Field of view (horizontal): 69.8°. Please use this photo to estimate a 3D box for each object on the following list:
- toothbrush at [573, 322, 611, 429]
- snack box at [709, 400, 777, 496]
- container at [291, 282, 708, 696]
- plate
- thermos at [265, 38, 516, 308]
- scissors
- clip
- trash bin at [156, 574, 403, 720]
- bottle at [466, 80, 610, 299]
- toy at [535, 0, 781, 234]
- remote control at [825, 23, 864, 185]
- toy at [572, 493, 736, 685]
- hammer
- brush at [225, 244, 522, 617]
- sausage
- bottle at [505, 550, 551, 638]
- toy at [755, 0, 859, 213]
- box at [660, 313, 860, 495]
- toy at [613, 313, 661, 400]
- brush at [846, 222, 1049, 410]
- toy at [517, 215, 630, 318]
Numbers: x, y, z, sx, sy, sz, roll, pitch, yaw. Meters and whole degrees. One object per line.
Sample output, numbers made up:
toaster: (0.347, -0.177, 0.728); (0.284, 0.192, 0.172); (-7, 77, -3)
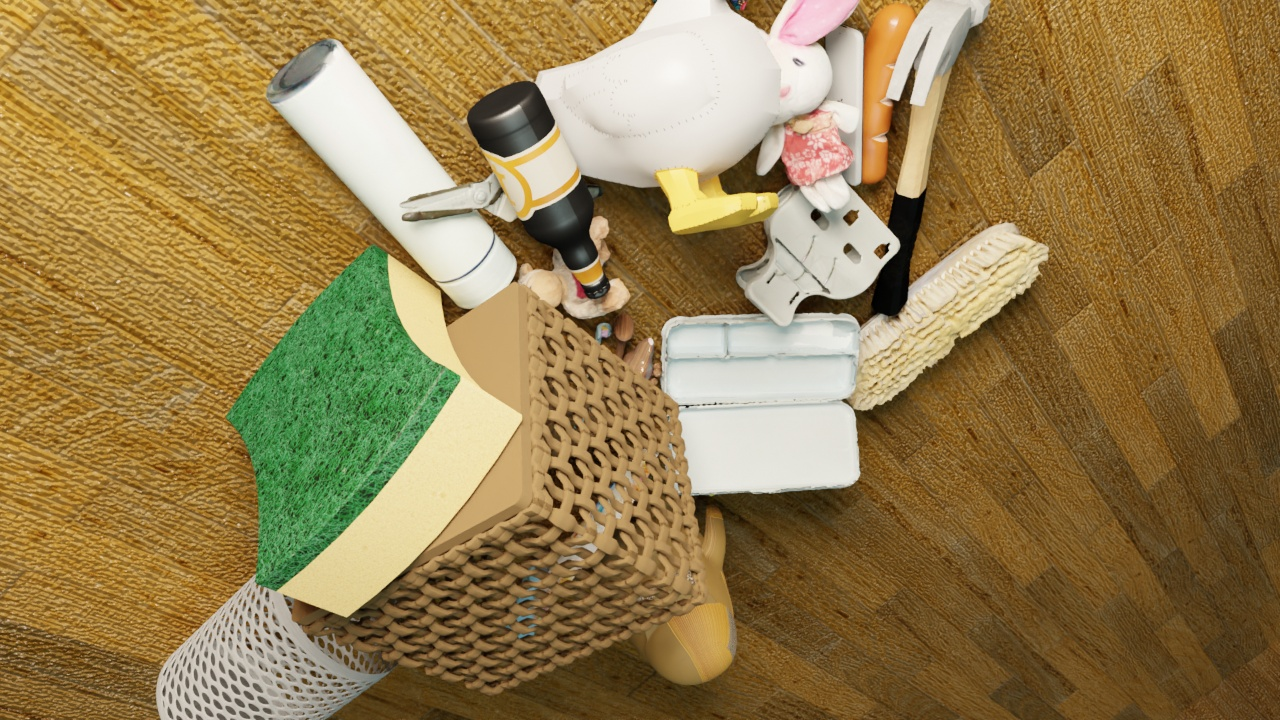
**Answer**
toothbrush: (-0.052, 0.031, 0.931); (0.022, 0.016, 0.155); (-35, 146, -52)
snack box: (0.107, 0.089, 1.006); (0.105, 0.061, 0.084); (-23, 147, -8)
container: (-0.118, 0.119, 0.788); (0.252, 0.219, 0.214); (-30, 134, 24)
plate: (-0.049, 0.172, 0.953); (0.016, 0.186, 0.187); (38, 108, 0)
thermos: (-0.184, -0.136, 0.712); (0.068, 0.068, 0.230); (-36, 132, 3)
scissors: (-0.102, -0.143, 0.734); (0.187, 0.015, 0.146); (24, 93, -51)
clip: (0.162, -0.103, 0.888); (0.124, 0.074, 0.144); (42, 106, -17)
trash bin: (-0.352, 0.289, 0.895); (0.183, 0.156, 0.156); (-40, 131, 10)
bottle: (-0.068, -0.123, 0.718); (0.059, 0.059, 0.182); (-29, 126, -3)
toy: (0.027, -0.228, 0.690); (0.247, 0.140, 0.267); (-14, 95, 22)
remote control: (0.184, -0.229, 0.828); (0.008, 0.045, 0.147); (-26, 132, -18)
toy: (0.031, 0.261, 1.017); (0.198, 0.203, 0.162); (-30, 131, -2)
hammer: (0.263, -0.178, 0.883); (0.130, 0.039, 0.329); (-47, 148, -35)
brush: (-0.216, 0.043, 0.706); (0.195, 0.250, 0.075); (-48, 130, 5)
sausage: (0.216, -0.240, 0.837); (0.044, 0.039, 0.164); (10, 126, 9)
bottle: (-0.122, 0.270, 1.061); (0.040, 0.040, 0.130); (10, 119, -31)
toy: (0.129, -0.217, 0.781); (0.159, 0.084, 0.194); (-17, 117, 15)
box: (0.125, 0.044, 0.944); (0.209, 0.061, 0.193); (-4, 100, -5)
toy: (-0.005, 0.005, 0.919); (0.055, 0.041, 0.102); (8, 132, -4)
brush: (0.326, -0.048, 1.022); (0.271, 0.056, 0.083); (-39, 133, 7)
toy: (-0.068, -0.076, 0.817); (0.106, 0.074, 0.085); (-13, 99, 10)
